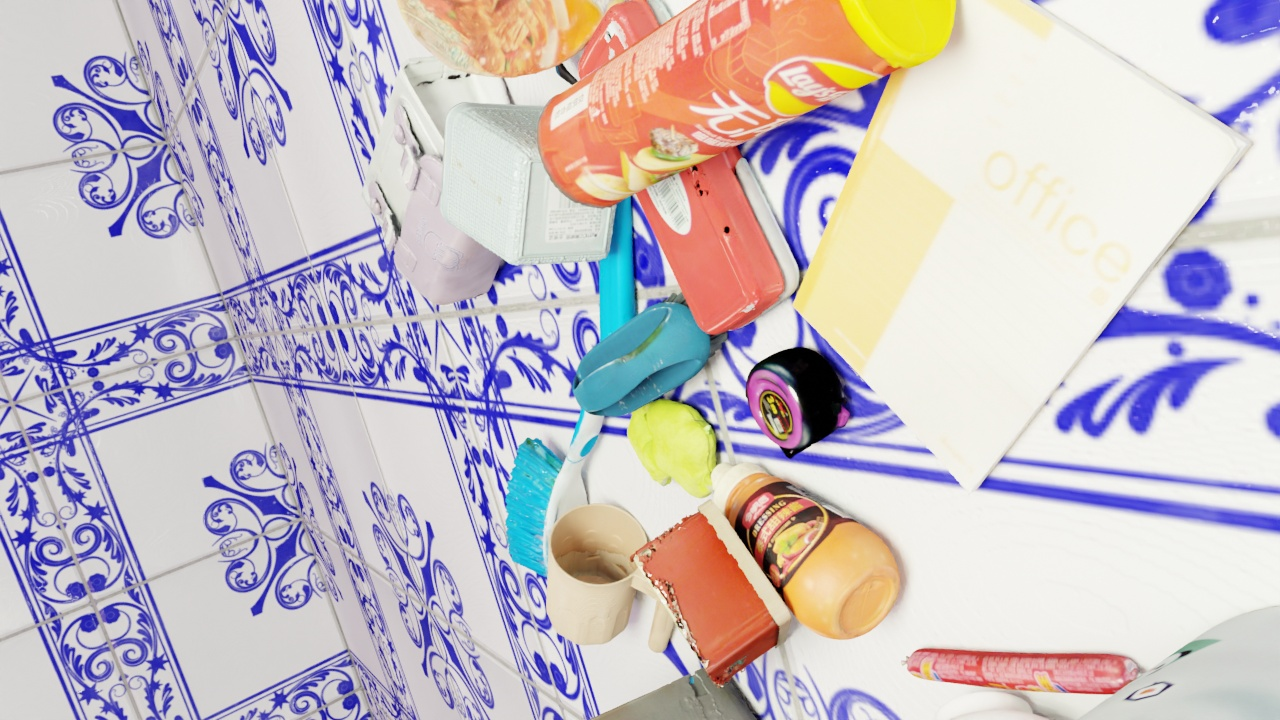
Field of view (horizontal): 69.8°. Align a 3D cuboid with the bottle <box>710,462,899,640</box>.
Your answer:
[{"bbox_3d":[0.090,0.106,0.567,0.149,0.066,0.067,40,140,51],"label":"bottle"}]

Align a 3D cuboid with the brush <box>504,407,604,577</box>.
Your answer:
[{"bbox_3d":[-0.071,0.096,0.833,0.109,0.060,0.315,35,134,36],"label":"brush"}]

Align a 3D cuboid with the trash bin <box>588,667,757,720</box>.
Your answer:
[{"bbox_3d":[0.038,0.379,0.705,0.219,0.198,0.199,60,149,28],"label":"trash bin"}]

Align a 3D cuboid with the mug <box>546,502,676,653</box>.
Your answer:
[{"bbox_3d":[-0.024,0.198,0.801,0.125,0.084,0.104,25,136,16],"label":"mug"}]

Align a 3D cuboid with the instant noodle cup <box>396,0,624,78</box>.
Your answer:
[{"bbox_3d":[-0.089,-0.262,0.543,0.111,0.151,0.152,59,150,34],"label":"instant noodle cup"}]

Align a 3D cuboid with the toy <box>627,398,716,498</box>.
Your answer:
[{"bbox_3d":[0.022,0.061,0.673,0.096,0.031,0.100,63,150,14],"label":"toy"}]

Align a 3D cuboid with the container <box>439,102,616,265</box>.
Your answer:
[{"bbox_3d":[-0.075,-0.120,0.637,0.111,0.090,0.090,40,128,47],"label":"container"}]

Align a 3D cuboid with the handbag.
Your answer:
[{"bbox_3d":[-0.166,-0.147,0.790,0.145,0.098,0.197,59,150,6],"label":"handbag"}]

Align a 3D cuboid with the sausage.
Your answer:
[{"bbox_3d":[0.190,0.160,0.475,0.156,0.020,0.020,-30,83,60],"label":"sausage"}]

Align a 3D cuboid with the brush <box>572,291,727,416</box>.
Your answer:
[{"bbox_3d":[-0.004,0.004,0.624,0.055,0.073,0.144,56,140,-2],"label":"brush"}]

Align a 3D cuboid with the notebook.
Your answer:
[{"bbox_3d":[0.147,-0.052,0.417,0.146,0.010,0.207,52,146,29],"label":"notebook"}]

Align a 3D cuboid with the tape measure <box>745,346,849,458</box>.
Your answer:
[{"bbox_3d":[0.091,0.021,0.529,0.057,0.039,0.058,57,153,20],"label":"tape measure"}]

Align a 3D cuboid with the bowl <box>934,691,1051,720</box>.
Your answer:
[{"bbox_3d":[0.180,0.208,0.462,0.064,0.118,0.118,-85,2,-49],"label":"bowl"}]

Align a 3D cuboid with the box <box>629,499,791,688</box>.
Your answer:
[{"bbox_3d":[0.041,0.159,0.596,0.091,0.077,0.168,55,173,22],"label":"box"}]

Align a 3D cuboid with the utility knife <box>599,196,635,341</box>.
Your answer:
[{"bbox_3d":[-0.017,-0.077,0.662,0.034,0.018,0.186,27,129,41],"label":"utility knife"}]

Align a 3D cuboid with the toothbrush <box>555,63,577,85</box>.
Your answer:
[{"bbox_3d":[-0.063,-0.213,0.630,0.189,0.016,0.014,62,179,28],"label":"toothbrush"}]

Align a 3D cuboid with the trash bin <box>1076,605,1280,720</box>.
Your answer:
[{"bbox_3d":[0.187,0.212,0.280,0.229,0.251,0.230,37,138,42],"label":"trash bin"}]

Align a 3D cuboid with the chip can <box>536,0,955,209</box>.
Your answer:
[{"bbox_3d":[0.035,-0.134,0.434,0.217,0.073,0.073,-14,97,50],"label":"chip can"}]

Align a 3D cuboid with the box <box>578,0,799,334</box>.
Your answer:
[{"bbox_3d":[0.026,-0.115,0.554,0.201,0.047,0.087,64,151,7],"label":"box"}]
